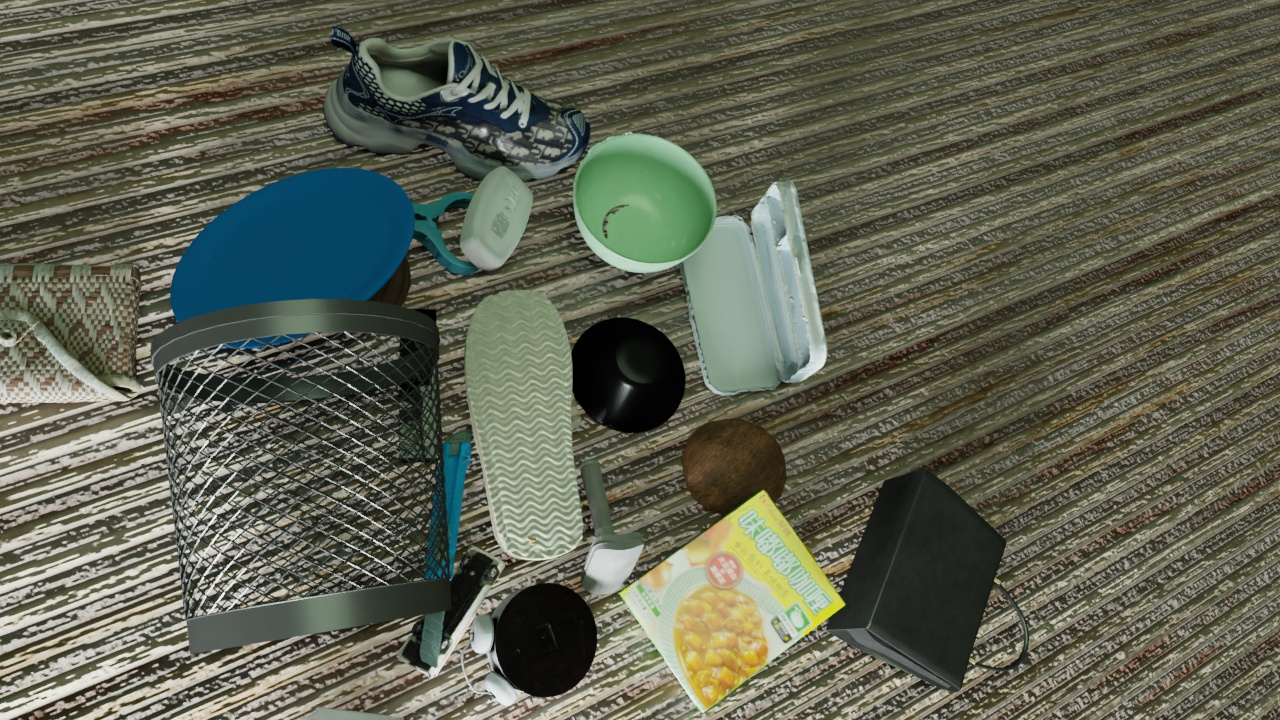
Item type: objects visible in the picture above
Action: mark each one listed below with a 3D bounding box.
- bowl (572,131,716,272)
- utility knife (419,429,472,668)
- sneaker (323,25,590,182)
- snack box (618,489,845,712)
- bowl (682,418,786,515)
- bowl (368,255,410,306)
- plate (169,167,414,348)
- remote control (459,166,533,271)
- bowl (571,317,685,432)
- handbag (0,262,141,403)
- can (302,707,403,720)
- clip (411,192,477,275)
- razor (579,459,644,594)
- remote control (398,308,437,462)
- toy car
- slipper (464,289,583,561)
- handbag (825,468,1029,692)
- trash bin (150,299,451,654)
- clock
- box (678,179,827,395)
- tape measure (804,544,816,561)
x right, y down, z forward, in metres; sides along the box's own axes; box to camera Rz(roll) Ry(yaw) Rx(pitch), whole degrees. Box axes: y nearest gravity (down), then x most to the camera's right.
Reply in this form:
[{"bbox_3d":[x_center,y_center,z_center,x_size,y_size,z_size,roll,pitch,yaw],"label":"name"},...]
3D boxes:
[{"bbox_3d":[-0.003,-0.152,0.955,0.150,0.077,0.150,5,69,-13],"label":"bowl"},{"bbox_3d":[-0.172,0.158,0.805,0.031,0.015,0.220,-5,59,8],"label":"utility knife"},{"bbox_3d":[-0.174,-0.262,0.912,0.269,0.133,0.103,8,67,-16],"label":"sneaker"},{"bbox_3d":[0.085,0.222,0.856,0.168,0.027,0.132,-34,83,-10],"label":"snack box"},{"bbox_3d":[0.100,0.105,0.924,0.114,0.026,0.102,-3,72,-18],"label":"bowl"},{"bbox_3d":[-0.279,-0.088,0.872,0.119,0.032,0.119,6,69,-15],"label":"bowl"},{"bbox_3d":[-0.307,-0.091,0.822,0.224,0.024,0.223,-7,50,8],"label":"plate"},{"bbox_3d":[-0.144,-0.141,0.918,0.060,0.028,0.114,42,48,-35],"label":"remote control"},{"bbox_3d":[-0.006,0.005,0.912,0.124,0.053,0.124,6,69,-15],"label":"bowl"},{"bbox_3d":[-0.520,-0.023,0.766,0.185,0.047,0.124,-2,71,-18],"label":"handbag"},{"bbox_3d":[-0.230,0.343,0.701,0.087,0.088,0.139,13,68,-13],"label":"can"},{"bbox_3d":[-0.200,-0.122,0.906,0.122,0.033,0.120,-26,90,-34],"label":"clip"},{"bbox_3d":[-0.037,0.144,0.851,0.047,0.088,0.116,-3,52,-18],"label":"razor"},{"bbox_3d":[-0.210,0.022,0.864,0.034,0.013,0.150,1,71,-17],"label":"remote control"},{"bbox_3d":[-0.161,0.218,0.795,0.039,0.039,0.112,22,61,23],"label":"toy car"},{"bbox_3d":[-0.106,0.059,0.863,0.115,0.052,0.262,-1,67,-20],"label":"slipper"},{"bbox_3d":[0.314,0.240,0.924,0.195,0.072,0.175,33,65,-8],"label":"handbag"},{"bbox_3d":[-0.256,0.095,0.719,0.217,0.218,0.227,-5,77,-19],"label":"trash bin"},{"bbox_3d":[-0.097,0.246,0.796,0.122,0.035,0.094,-17,84,-31],"label":"clock"},{"bbox_3d":[0.119,-0.076,0.953,0.129,0.105,0.210,-9,73,-16],"label":"box"},{"bbox_3d":[0.142,0.204,0.899,0.058,0.030,0.068,-6,79,-18],"label":"tape measure"}]
